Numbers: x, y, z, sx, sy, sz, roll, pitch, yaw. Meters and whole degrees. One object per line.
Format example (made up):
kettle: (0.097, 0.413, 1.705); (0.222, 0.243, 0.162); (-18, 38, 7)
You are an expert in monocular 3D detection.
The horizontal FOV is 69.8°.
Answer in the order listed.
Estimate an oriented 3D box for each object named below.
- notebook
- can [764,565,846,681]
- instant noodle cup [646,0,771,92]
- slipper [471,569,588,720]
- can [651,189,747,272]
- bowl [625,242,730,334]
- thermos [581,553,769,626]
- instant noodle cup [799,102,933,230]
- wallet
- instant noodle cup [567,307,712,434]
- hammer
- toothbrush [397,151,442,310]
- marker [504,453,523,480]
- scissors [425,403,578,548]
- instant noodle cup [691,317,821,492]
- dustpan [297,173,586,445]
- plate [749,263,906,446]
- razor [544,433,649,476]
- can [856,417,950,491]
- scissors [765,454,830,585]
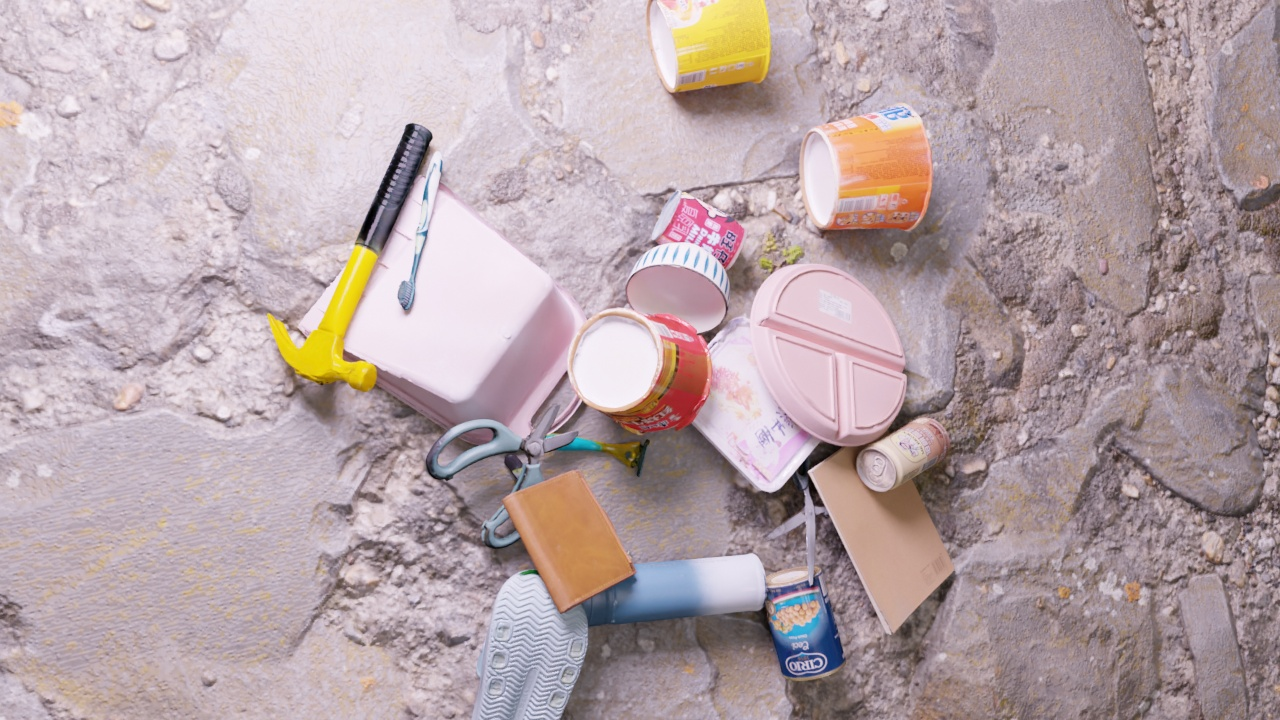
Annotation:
notebook: (0.294, 0.194, 1.097); (0.149, 0.012, 0.211); (-27, 92, -37)
can: (0.183, 0.296, 1.046); (0.075, 0.075, 0.111); (-14, 88, -17)
instant noodle cup: (0.074, -0.376, 1.059); (0.109, 0.138, 0.138); (-17, 89, -8)
slipper: (-0.124, 0.335, 0.959); (0.104, 0.074, 0.245); (14, 97, -14)
can: (0.069, -0.148, 1.062); (0.093, 0.067, 0.066); (26, 78, -12)
bowl: (0.047, -0.090, 1.033); (0.116, 0.117, 0.066); (27, 54, -12)
thermos: (0.028, 0.252, 1.011); (0.220, 0.070, 0.070); (0, 84, -16)
instant noodle cup: (0.261, -0.222, 1.089); (0.111, 0.151, 0.151); (-9, 87, -8)
wallet: (-0.066, 0.181, 0.957); (0.118, 0.035, 0.130); (-15, 68, -44)
instant noodle cup: (-0.006, 0.006, 0.973); (0.138, 0.108, 0.137); (-5, 78, 24)
hammer: (-0.287, -0.116, 0.960); (0.129, 0.033, 0.300); (15, 73, 12)
toothbrush: (-0.233, -0.142, 0.971); (0.016, 0.018, 0.191); (-3, 67, 23)
marker: (-0.109, 0.153, 1.010); (0.018, 0.015, 0.124); (-37, 92, -7)
scissors: (-0.150, 0.109, 0.957); (0.180, 0.019, 0.170); (27, 91, -33)
instant noodle cup: (0.124, 0.052, 1.062); (0.173, 0.060, 0.137); (46, 74, -9)
dustpan: (-0.193, -0.032, 1.008); (0.273, 0.139, 0.222); (34, 77, 19)
plate: (0.228, -0.013, 1.074); (0.229, 0.028, 0.229); (13, 63, -27)
razor: (-0.055, 0.098, 1.022); (0.132, 0.028, 0.043); (10, 107, -19)
can: (0.314, 0.111, 1.093); (0.116, 0.059, 0.058); (-19, 90, -37)
scissors: (0.198, 0.176, 1.059); (0.159, 0.014, 0.180); (17, 55, -30)
